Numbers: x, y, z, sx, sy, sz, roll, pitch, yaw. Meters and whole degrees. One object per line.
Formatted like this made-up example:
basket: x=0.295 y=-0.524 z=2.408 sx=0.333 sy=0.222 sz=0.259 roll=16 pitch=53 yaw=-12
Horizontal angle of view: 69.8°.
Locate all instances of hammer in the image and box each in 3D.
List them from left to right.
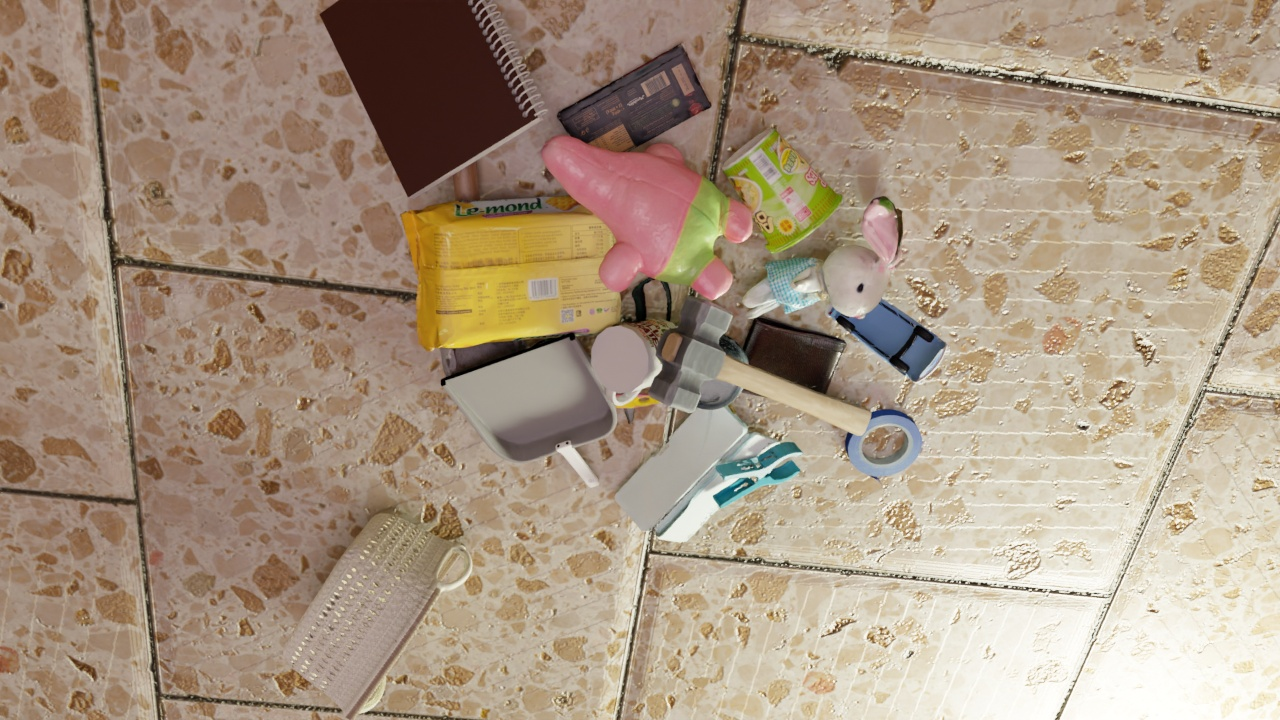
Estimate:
hammer: x=-0.188 y=-0.129 z=1.025 sx=0.098 sy=0.052 sz=0.329 roll=-9 pitch=110 yaw=-18
hammer: x=0.154 y=0.031 z=1.058 sx=0.322 sy=0.051 sz=0.117 roll=20 pitch=92 yaw=-35

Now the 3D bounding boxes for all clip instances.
clip: x=0.148 y=0.129 z=1.145 sx=0.126 sy=0.028 sz=0.113 roll=-11 pitch=135 yaw=-26

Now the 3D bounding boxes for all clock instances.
clock: x=0.071 y=0.007 z=1.092 sx=0.129 sy=0.052 sz=0.090 roll=28 pitch=108 yaw=5

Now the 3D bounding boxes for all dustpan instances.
dustpan: x=-0.104 y=0.079 z=1.103 sx=0.163 sy=0.033 sz=0.258 roll=-19 pitch=140 yaw=10

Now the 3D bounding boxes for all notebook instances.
notebook: x=-0.207 y=-0.296 z=0.913 sx=0.172 sy=0.022 sz=0.209 roll=-26 pitch=89 yaw=18

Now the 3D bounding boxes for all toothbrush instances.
toothbrush: x=0.013 y=0.046 z=1.127 sx=0.135 sy=0.016 sz=0.021 roll=-5 pitch=131 yaw=-9

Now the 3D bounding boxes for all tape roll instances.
tape roll: x=0.311 y=0.106 z=1.175 sx=0.091 sy=0.016 sz=0.093 roll=38 pitch=108 yaw=-17

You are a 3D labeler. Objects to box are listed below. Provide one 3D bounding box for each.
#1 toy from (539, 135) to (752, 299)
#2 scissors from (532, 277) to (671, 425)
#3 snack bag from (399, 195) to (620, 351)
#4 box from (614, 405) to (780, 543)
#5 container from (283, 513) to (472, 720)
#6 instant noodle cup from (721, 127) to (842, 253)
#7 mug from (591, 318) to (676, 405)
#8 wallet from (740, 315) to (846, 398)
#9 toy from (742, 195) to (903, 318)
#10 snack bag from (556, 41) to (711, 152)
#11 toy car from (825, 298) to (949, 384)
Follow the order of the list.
toy: x=0.001 y=-0.160 z=0.958 sx=0.236 sy=0.191 sz=0.097 roll=28 pitch=155 yaw=-12
scissors: x=-0.042 y=-0.009 z=1.106 sx=0.204 sy=0.015 sz=0.202 roll=-1 pitch=115 yaw=-9
snack bag: x=-0.129 y=-0.094 z=0.995 sx=0.247 sy=0.068 sz=0.160 roll=-7 pitch=109 yaw=-20
box: x=0.072 y=0.144 z=1.175 sx=0.125 sy=0.075 sz=0.198 roll=29 pitch=113 yaw=-34
container: x=-0.336 y=0.317 z=1.169 sx=0.143 sy=0.184 sz=0.247 roll=34 pitch=108 yaw=-5
instant noodle cup: x=0.148 y=-0.189 z=0.995 sx=0.099 sy=0.098 sz=0.108 roll=-37 pitch=103 yaw=14
mug: x=-0.006 y=0.006 z=1.046 sx=0.073 sy=0.089 sz=0.105 roll=35 pitch=114 yaw=22
wallet: x=0.179 y=0.005 z=1.118 sx=0.120 sy=0.031 sz=0.100 roll=14 pitch=117 yaw=-9
toy: x=0.208 y=-0.088 z=1.022 sx=0.206 sy=0.131 sz=0.105 roll=-27 pitch=77 yaw=20
snack bag: x=-0.006 y=-0.270 z=0.988 sx=0.155 sy=0.018 sz=0.074 roll=-26 pitch=114 yaw=10
toy car: x=0.283 y=-0.033 z=1.050 sx=0.056 sy=0.153 sz=0.054 roll=-54 pitch=143 yaw=10
